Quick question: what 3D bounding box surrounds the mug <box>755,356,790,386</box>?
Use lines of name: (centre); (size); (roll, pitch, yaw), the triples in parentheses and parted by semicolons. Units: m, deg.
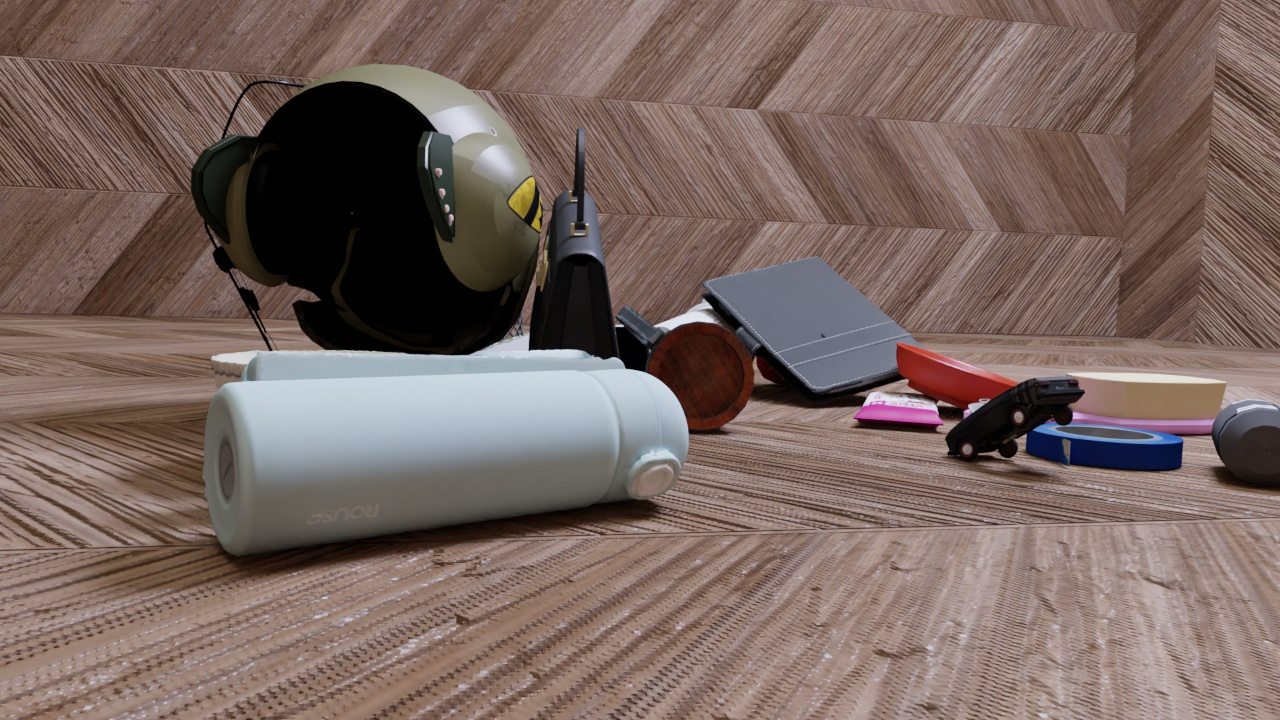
mug: (0.204, -0.011, 1.042); (0.116, 0.080, 0.097); (-6, 7, -20)

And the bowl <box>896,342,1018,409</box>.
bowl: (0.291, 0.020, 0.851); (0.122, 0.035, 0.122); (18, 9, -3)

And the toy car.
toy car: (0.234, 0.034, 0.581); (0.040, 0.037, 0.093); (-2, -27, -23)

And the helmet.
helmet: (-0.185, -0.095, 0.709); (0.250, 0.256, 0.232); (2, 9, 15)

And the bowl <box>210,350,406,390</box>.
bowl: (-0.173, 0.029, 0.505); (0.115, 0.062, 0.115); (2, 4, 0)

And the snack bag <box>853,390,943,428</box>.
snack bag: (0.232, 0.041, 0.815); (0.070, 0.016, 0.196); (5, 5, 17)

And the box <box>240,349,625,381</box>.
box: (-0.096, 0.028, 0.464); (0.198, 0.084, 0.067); (-1, 23, -35)

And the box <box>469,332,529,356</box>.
box: (-0.083, 0.004, 0.877); (0.118, 0.050, 0.205); (0, 8, 18)

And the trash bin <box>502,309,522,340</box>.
trash bin: (-0.228, -0.099, 0.983); (0.218, 0.227, 0.217); (-3, 6, 0)

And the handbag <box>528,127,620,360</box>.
handbag: (-0.047, -0.072, 0.683); (0.072, 0.196, 0.175); (1, 25, -6)

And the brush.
brush: (0.377, 0.035, 0.768); (0.228, 0.043, 0.089); (1, 4, -14)

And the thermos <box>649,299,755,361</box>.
thermos: (0.062, -0.014, 0.983); (0.099, 0.099, 0.220); (3, 8, 21)

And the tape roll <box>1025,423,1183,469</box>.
tape roll: (0.312, 0.057, 0.621); (0.093, 0.016, 0.091); (2, 4, -1)

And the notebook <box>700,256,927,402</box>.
notebook: (0.179, -0.037, 0.955); (0.169, 0.029, 0.209); (-15, 39, -24)

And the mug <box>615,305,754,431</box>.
mug: (0.028, -0.001, 0.728); (0.117, 0.081, 0.111); (42, -2, -3)

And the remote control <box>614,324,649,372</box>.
remote control: (-0.005, 0.005, 0.834); (0.028, 0.011, 0.124); (1, -30, 4)

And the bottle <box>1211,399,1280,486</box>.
bottle: (0.385, 0.048, 0.573); (0.047, 0.047, 0.112); (4, 5, 30)

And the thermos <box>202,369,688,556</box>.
thermos: (-0.073, 0.038, 0.401); (0.206, 0.065, 0.078); (-1, 28, -37)
